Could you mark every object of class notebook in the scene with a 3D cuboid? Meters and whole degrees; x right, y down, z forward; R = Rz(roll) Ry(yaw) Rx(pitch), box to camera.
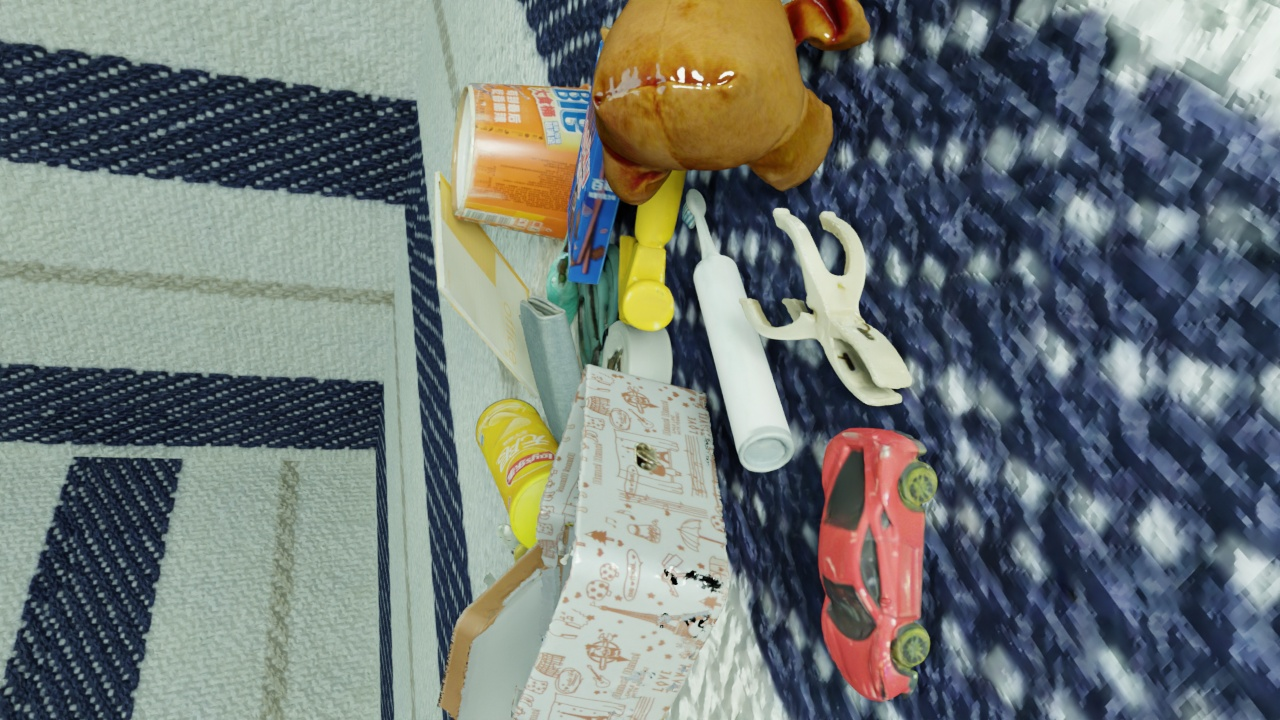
[{"bbox_3d":[-0.151,-0.070,0.912,0.206,0.010,0.145,58,-161,-54],"label":"notebook"}]

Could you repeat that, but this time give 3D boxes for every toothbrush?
[{"bbox_3d":[-0.110,0.173,0.840,0.188,0.016,0.017,85,-169,-65],"label":"toothbrush"},{"bbox_3d":[0.045,-0.031,0.499,0.220,0.026,0.026,-100,31,-47],"label":"toothbrush"}]

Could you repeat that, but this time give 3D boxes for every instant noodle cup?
[{"bbox_3d":[-0.110,-0.185,0.842,0.151,0.111,0.151,-177,91,-71],"label":"instant noodle cup"}]

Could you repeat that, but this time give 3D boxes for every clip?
[{"bbox_3d":[0.078,-0.016,0.407,0.097,0.035,0.101,-45,53,56],"label":"clip"}]

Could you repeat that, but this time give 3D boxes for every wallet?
[{"bbox_3d":[-0.067,0.013,0.773,0.106,0.037,0.130,-142,39,-68],"label":"wallet"}]

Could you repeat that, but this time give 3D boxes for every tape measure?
[{"bbox_3d":[-0.004,0.004,0.630,0.066,0.033,0.065,146,123,-66],"label":"tape measure"}]

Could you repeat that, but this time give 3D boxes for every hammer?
[{"bbox_3d":[0.024,-0.168,0.551,0.128,0.033,0.301,-116,36,-79],"label":"hammer"}]

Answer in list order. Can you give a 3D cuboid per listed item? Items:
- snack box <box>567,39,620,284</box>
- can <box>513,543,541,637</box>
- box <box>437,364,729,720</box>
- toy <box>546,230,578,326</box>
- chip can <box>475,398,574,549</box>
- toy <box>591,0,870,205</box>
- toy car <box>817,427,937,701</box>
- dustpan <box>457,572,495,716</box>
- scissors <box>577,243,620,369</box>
[{"bbox_3d":[-0.030,-0.140,0.665,0.157,0.026,0.084,108,163,-47],"label":"snack box"},{"bbox_3d":[-0.081,0.217,0.777,0.102,0.057,0.083,-112,30,-50],"label":"can"},{"bbox_3d":[-0.047,0.150,0.541,0.178,0.102,0.261,-91,20,-59],"label":"box"},{"bbox_3d":[-0.067,-0.067,0.811,0.092,0.030,0.096,107,173,-66],"label":"toy"},{"bbox_3d":[-0.100,0.096,0.831,0.213,0.072,0.072,-138,54,-67],"label":"chip can"},{"bbox_3d":[0.041,-0.179,0.441,0.130,0.140,0.199,19,-108,-67],"label":"toy"},{"bbox_3d":[0.090,0.080,0.361,0.049,0.031,0.106,180,91,-71],"label":"toy car"},{"bbox_3d":[-0.065,0.327,0.695,0.257,0.142,0.223,-87,-1,-69],"label":"dustpan"},{"bbox_3d":[-0.029,-0.079,0.736,0.129,0.019,0.185,160,110,-69],"label":"scissors"}]
